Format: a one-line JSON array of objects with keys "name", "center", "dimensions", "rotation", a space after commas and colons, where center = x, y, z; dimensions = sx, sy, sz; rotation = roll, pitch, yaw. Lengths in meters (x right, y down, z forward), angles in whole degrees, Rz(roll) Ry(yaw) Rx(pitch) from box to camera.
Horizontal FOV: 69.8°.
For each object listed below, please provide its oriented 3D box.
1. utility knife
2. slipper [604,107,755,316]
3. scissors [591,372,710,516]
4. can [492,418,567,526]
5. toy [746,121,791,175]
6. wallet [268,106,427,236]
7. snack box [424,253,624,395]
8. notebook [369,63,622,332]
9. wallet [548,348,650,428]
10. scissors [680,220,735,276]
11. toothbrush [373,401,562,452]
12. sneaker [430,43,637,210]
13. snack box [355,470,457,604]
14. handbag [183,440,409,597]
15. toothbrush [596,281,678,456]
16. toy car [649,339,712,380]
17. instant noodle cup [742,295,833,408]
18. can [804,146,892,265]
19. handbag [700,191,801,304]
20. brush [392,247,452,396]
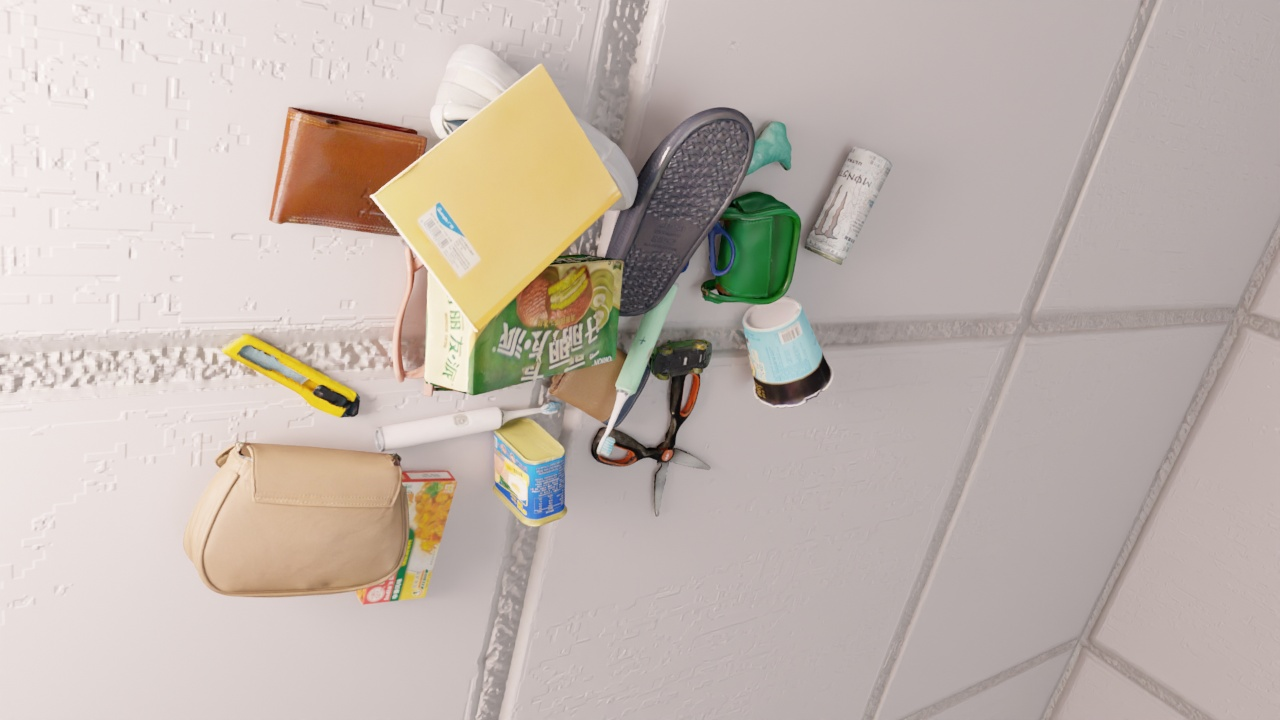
[{"name": "utility knife", "center": [-0.327, 0.018, 0.873], "dimensions": [0.033, 0.015, 0.153], "rotation": [-55, 135, -4]}, {"name": "slipper", "center": [0.021, -0.171, 1.013], "dimensions": [0.110, 0.083, 0.269], "rotation": [6, 128, -35]}, {"name": "scissors", "center": [0.027, 0.111, 1.210], "dimensions": [0.220, 0.022, 0.235], "rotation": [0, 113, -39]}, {"name": "can", "center": [-0.126, 0.124, 1.038], "dimensions": [0.057, 0.102, 0.083], "rotation": [-15, 121, -32]}, {"name": "toy", "center": [0.141, -0.254, 1.088], "dimensions": [0.091, 0.030, 0.096], "rotation": [-33, 125, -23]}, {"name": "wallet", "center": [-0.259, -0.163, 0.813], "dimensions": [0.124, 0.032, 0.101], "rotation": [2, 116, -39]}, {"name": "snack box", "center": [-0.109, -0.043, 0.919], "dimensions": [0.239, 0.063, 0.114], "rotation": [-14, 113, -57]}, {"name": "notebook", "center": [-0.116, -0.145, 0.807], "dimensions": [0.205, 0.010, 0.146], "rotation": [-48, 119, -26]}, {"name": "wallet", "center": [-0.048, 0.023, 1.093], "dimensions": [0.115, 0.033, 0.090], "rotation": [31, 90, -44]}, {"name": "scissors", "center": [0.065, -0.178, 1.064], "dimensions": [0.140, 0.012, 0.171], "rotation": [-25, 100, 16]}, {"name": "toothbrush", "center": [-0.183, 0.068, 1.011], "dimensions": [0.220, 0.026, 0.026], "rotation": [-9, 163, -35]}, {"name": "sneaker", "center": [-0.097, -0.193, 0.881], "dimensions": [0.242, 0.090, 0.090], "rotation": [32, 77, -41]}, {"name": "snack box", "center": [-0.261, 0.197, 1.021], "dimensions": [0.077, 0.027, 0.156], "rotation": [4, 111, -39]}, {"name": "handbag", "center": [-0.330, 0.152, 0.896], "dimensions": [0.204, 0.100, 0.148], "rotation": [11, 99, -42]}, {"name": "toothbrush", "center": [-0.006, 0.006, 1.080], "dimensions": [0.026, 0.027, 0.224], "rotation": [61, 51, -77]}, {"name": "toy car", "center": [0.049, -0.004, 1.151], "dimensions": [0.091, 0.036, 0.043], "rotation": [-12, 122, -36]}, {"name": "instant noodle cup", "center": [0.188, -0.017, 1.219], "dimensions": [0.111, 0.111, 0.120], "rotation": [-35, 123, -18]}, {"name": "can", "center": [0.272, -0.202, 1.202], "dimensions": [0.058, 0.058, 0.147], "rotation": [15, 104, -43]}, {"name": "handbag", "center": [0.131, -0.137, 1.127], "dimensions": [0.120, 0.068, 0.131], "rotation": [-8, 121, -27]}, {"name": "brush", "center": [-0.206, -0.041, 0.908], "dimensions": [0.073, 0.063, 0.146], "rotation": [5, 113, -8]}]
